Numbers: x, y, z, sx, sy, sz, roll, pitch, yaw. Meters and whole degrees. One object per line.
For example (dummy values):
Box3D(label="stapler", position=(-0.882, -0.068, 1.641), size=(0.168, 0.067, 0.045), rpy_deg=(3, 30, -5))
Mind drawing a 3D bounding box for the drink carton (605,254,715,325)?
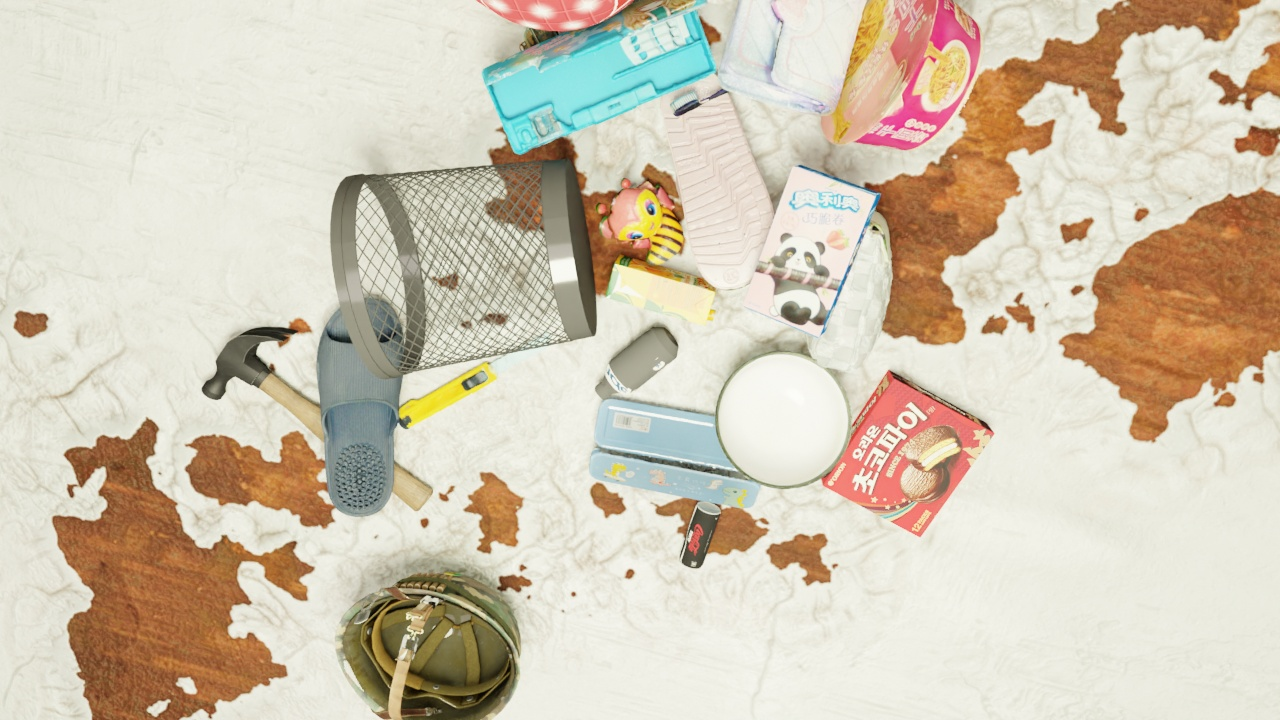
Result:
Box3D(label="drink carton", position=(0.027, -0.079, 1.034), size=(0.122, 0.058, 0.041), rpy_deg=(17, 107, 0))

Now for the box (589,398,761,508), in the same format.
Box3D(label="box", position=(0.044, 0.117, 1.098), size=(0.209, 0.047, 0.122), rpy_deg=(10, 108, 3))

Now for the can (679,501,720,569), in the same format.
Box3D(label="can", position=(0.073, 0.216, 1.132), size=(0.031, 0.031, 0.081), rpy_deg=(16, 107, 0))

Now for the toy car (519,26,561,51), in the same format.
Box3D(label="toy car", position=(-0.105, -0.339, 0.974), size=(0.047, 0.047, 0.112), rpy_deg=(-29, 102, 8))

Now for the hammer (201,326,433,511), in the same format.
Box3D(label="hammer", position=(-0.385, 0.079, 1.136), size=(0.305, 0.040, 0.132), rpy_deg=(39, 110, -7))

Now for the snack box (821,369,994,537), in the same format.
Box3D(label="snack box", position=(0.309, 0.110, 1.075), size=(0.132, 0.035, 0.152), rpy_deg=(28, 107, -3))

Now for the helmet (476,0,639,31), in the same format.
Box3D(label="helmet", position=(-0.069, -0.424, 0.849), size=(0.271, 0.197, 0.224), rpy_deg=(1, 78, 9))

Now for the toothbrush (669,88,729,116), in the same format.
Box3D(label="toothbrush", position=(0.117, -0.301, 0.960), size=(0.189, 0.016, 0.017), rpy_deg=(-26, 75, -4))

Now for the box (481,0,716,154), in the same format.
Box3D(label="box", position=(-0.039, -0.290, 0.903), size=(0.227, 0.117, 0.097), rpy_deg=(-23, 102, 0))

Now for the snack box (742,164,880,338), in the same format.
Box3D(label="snack box", position=(0.170, -0.110, 0.921), size=(0.088, 0.033, 0.154), rpy_deg=(25, 112, 16))

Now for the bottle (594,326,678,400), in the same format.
Box3D(label="bottle", position=(-0.006, 0.006, 1.069), size=(0.112, 0.047, 0.047), rpy_deg=(-39, 99, 15))

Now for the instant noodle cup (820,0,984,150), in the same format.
Box3D(label="instant noodle cup", position=(0.260, -0.284, 0.901), size=(0.077, 0.178, 0.179), rpy_deg=(18, 108, -18))

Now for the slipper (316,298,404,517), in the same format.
Box3D(label="slipper", position=(-0.330, 0.059, 1.072), size=(0.101, 0.082, 0.263), rpy_deg=(2, 95, -13))

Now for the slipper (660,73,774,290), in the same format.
Box3D(label="slipper", position=(0.084, -0.194, 0.994), size=(0.094, 0.064, 0.239), rpy_deg=(-15, 87, 7))

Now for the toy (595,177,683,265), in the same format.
Box3D(label="toy", position=(0.003, -0.155, 1.021), size=(0.103, 0.046, 0.084), rpy_deg=(43, 84, -18))

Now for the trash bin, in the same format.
Box3D(label="trash bin", position=(-0.173, -0.102, 0.971), size=(0.227, 0.217, 0.218), rpy_deg=(-8, 106, 3))

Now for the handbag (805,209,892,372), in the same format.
Box3D(label="handbag", position=(0.207, -0.078, 0.993), size=(0.123, 0.112, 0.172), rpy_deg=(10, 108, 13))

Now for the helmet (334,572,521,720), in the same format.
Box3D(label="helmet", position=(-0.255, 0.354, 1.096), size=(0.224, 0.236, 0.193), rpy_deg=(7, 102, -8))

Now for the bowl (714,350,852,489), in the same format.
Box3D(label="bowl", position=(0.157, 0.069, 1.045), size=(0.153, 0.073, 0.153), rpy_deg=(0, 82, -2))

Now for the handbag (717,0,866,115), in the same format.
Box3D(label="handbag", position=(0.157, -0.338, 0.919), size=(0.126, 0.069, 0.158), rpy_deg=(16, 86, -2))

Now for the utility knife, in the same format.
Box3D(label="utility knife", position=(-0.205, 0.024, 1.113), size=(0.228, 0.019, 0.030), rpy_deg=(-29, 111, 10))
